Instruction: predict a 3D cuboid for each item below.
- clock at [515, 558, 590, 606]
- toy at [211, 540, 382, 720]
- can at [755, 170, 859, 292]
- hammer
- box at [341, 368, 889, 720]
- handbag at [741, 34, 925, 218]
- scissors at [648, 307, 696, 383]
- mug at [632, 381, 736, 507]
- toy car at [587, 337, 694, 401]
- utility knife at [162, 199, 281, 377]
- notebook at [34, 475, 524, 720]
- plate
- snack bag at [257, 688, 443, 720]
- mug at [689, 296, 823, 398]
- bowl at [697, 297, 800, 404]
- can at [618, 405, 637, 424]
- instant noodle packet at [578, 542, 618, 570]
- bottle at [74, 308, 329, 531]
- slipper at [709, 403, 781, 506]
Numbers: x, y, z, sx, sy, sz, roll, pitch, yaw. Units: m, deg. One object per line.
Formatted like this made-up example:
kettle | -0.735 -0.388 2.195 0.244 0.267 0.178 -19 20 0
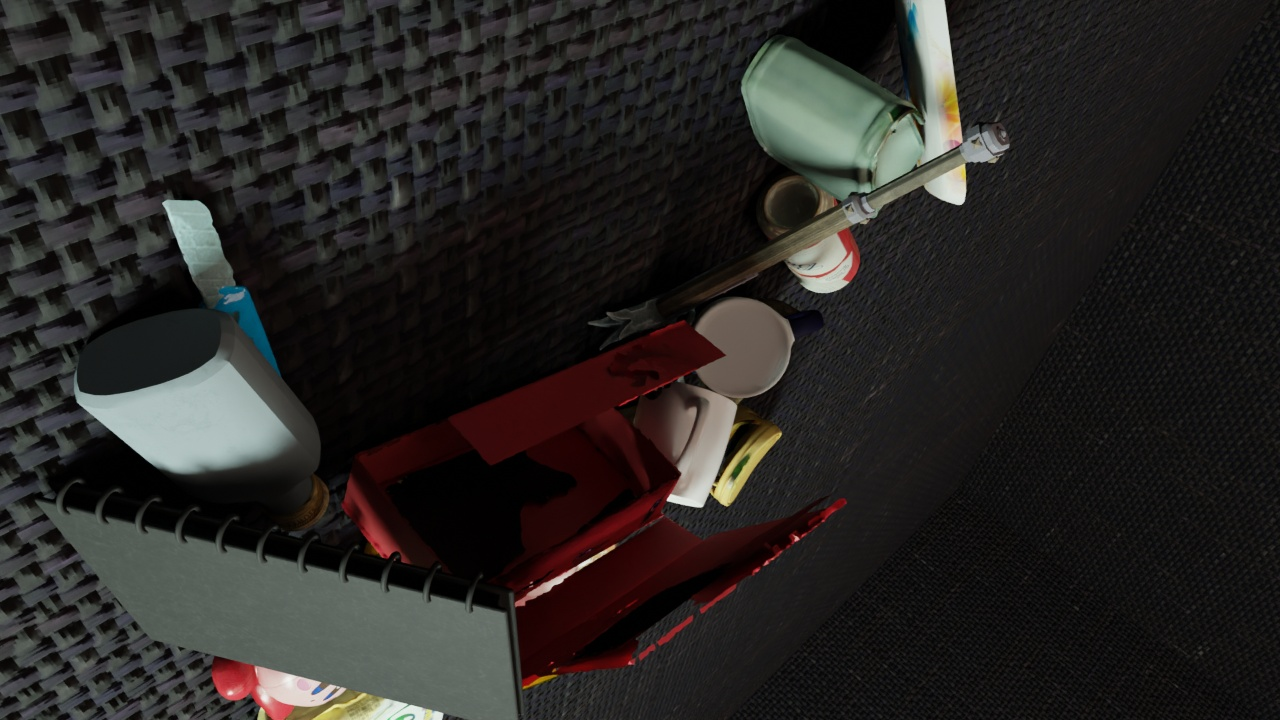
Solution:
clock | -0.111 0.161 0.697 0.160 0.125 0.073 -50 145 -70
toy | -0.223 0.178 0.633 0.131 0.096 0.124 -26 144 -7
can | 0.158 -0.113 0.843 0.067 0.067 0.170 -52 155 4
hammer | 0.115 -0.088 0.658 0.318 0.028 0.146 -25 178 43
box | -0.022 0.124 0.604 0.210 0.316 0.124 -22 123 -44
handbag | 0.144 -0.175 0.674 0.067 0.122 0.106 -50 155 0
scissors | 0.024 0.002 0.851 0.090 0.014 0.141 -44 156 -15
mug | 0.033 0.067 0.743 0.114 0.081 0.087 134 -28 -76
toy car | -0.004 0.004 0.729 0.048 0.113 0.040 -38 108 -31
utility knife | -0.205 -0.003 0.470 0.031 0.015 0.210 -34 149 -29
notebook | -0.176 0.133 0.481 0.169 0.231 0.019 96 8 -50
plate | 0.214 -0.212 0.693 0.186 0.016 0.187 -54 134 -73
snack bag | -0.250 0.330 0.784 0.159 0.068 0.248 -27 146 -41
mug | 0.096 -0.018 0.757 0.112 0.078 0.097 -18 -177 5
bowl | 0.092 -0.015 0.868 0.121 0.056 0.121 -53 -178 2
can | -0.001 0.074 0.840 0.104 0.067 0.068 -11 135 -52
instant noodle packet | -0.092 0.199 0.867 0.222 0.084 0.162 -60 153 7
bottle | -0.205 0.040 0.466 0.072 0.046 0.161 -15 146 -3
slipper | 0.103 0.096 1.037 0.099 0.078 0.263 -51 171 2
